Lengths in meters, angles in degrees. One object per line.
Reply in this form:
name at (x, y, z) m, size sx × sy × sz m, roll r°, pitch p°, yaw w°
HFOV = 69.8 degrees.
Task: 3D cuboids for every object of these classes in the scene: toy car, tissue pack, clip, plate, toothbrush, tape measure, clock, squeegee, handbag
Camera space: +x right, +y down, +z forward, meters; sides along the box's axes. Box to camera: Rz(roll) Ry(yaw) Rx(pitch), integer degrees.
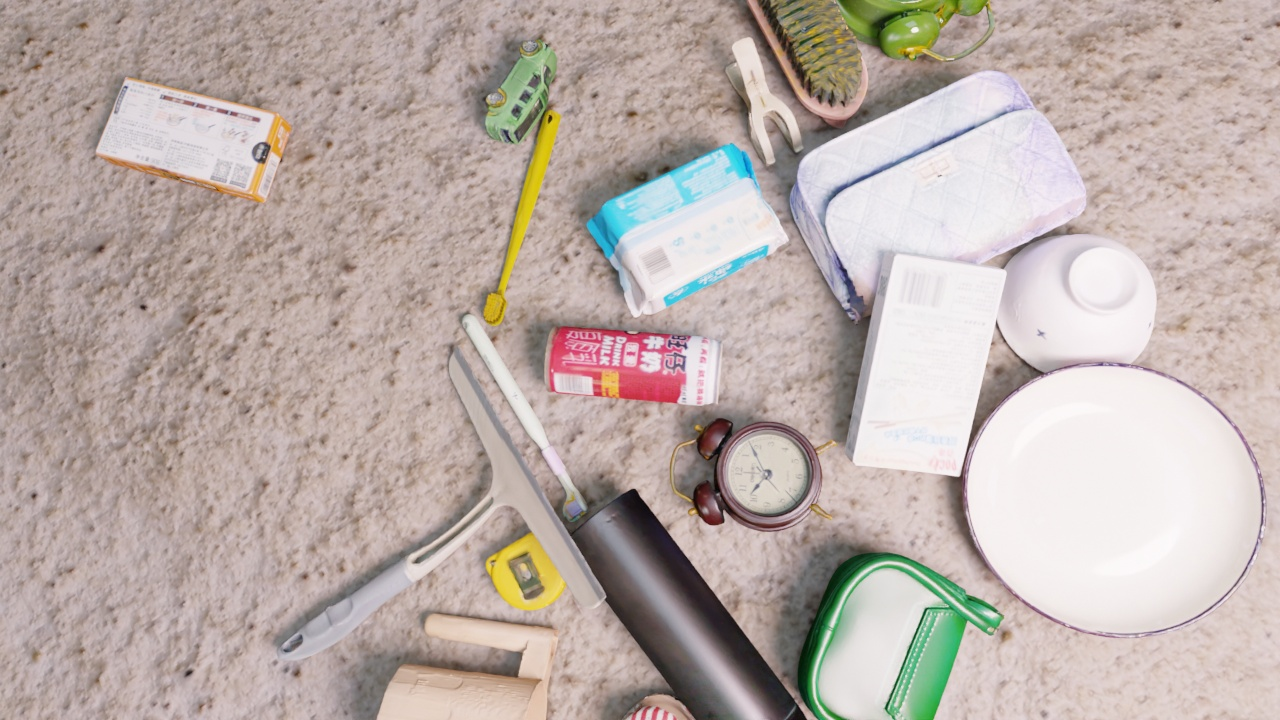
toy car at (-0.097, -0.223, 0.768) m, size 0.036 × 0.043 × 0.091 m, roll 26°, pitch 84°, yaw 12°
tissue pack at (0.038, -0.102, 0.721) m, size 0.140 × 0.063 × 0.090 m, roll -26°, pitch 80°, yaw 1°
clip at (0.099, -0.209, 0.747) m, size 0.034 × 0.060 × 0.097 m, roll -23°, pitch 89°, yaw 0°
plate at (0.332, 0.098, 0.658) m, size 0.193 × 0.039 × 0.192 m, roll -3°, pitch 80°, yaw 16°
toothbrush at (-0.098, -0.120, 0.761) m, size 0.016 × 0.016 × 0.190 m, roll 14°, pitch 81°, yaw 7°
tape measure at (-0.084, 0.161, 0.699) m, size 0.060 × 0.029 × 0.057 m, roll -30°, pitch 79°, yaw -1°
clock at (0.083, 0.085, 0.685) m, size 0.122 × 0.055 × 0.082 m, roll 4°, pitch 80°, yaw 8°
squeegee at (-0.174, 0.155, 0.704) m, size 0.246 × 0.039 × 0.246 m, roll -39°, pitch 60°, yaw 4°
clock at (0.220, -0.310, 0.749) m, size 0.116 × 0.056 × 0.161 m, roll -38°, pitch 79°, yaw -2°
handbag at (0.179, 0.206, 0.647) m, size 0.120 × 0.068 × 0.131 m, roll 21°, pitch 82°, yaw 8°
handbag at (0.220, -0.128, 0.704) m, size 0.194 × 0.075 × 0.134 m, roll -26°, pitch 80°, yaw 1°
toothbrush at (-0.094, 0.042, 0.729) m, size 0.020 × 0.029 × 0.189 m, roll -19°, pitch 72°, yaw -42°

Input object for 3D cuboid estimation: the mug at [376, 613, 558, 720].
mug at (-0.123, 0.248, 0.667) m, size 0.103 × 0.084 × 0.124 m, roll 6°, pitch 55°, yaw 8°

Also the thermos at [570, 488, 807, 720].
thermos at (0.046, 0.203, 0.649) m, size 0.068 × 0.090 × 0.242 m, roll -35°, pitch 77°, yaw -20°

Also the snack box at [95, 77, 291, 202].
snack box at (-0.388, -0.192, 0.796) m, size 0.154 × 0.026 × 0.075 m, roll 15°, pitch 81°, yaw 8°

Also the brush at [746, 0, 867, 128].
brush at (0.136, -0.259, 0.739) m, size 0.063 × 0.073 × 0.145 m, roll -25°, pitch 82°, yaw 0°

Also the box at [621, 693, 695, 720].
box at (0.041, 0.313, 0.635) m, size 0.075 × 0.077 × 0.163 m, roll -40°, pitch 81°, yaw 2°

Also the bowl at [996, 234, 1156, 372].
bowl at (0.333, -0.050, 0.681) m, size 0.118 × 0.065 × 0.118 m, roll -1°, pitch 75°, yaw 5°

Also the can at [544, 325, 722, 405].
can at (-0.004, 0.004, 0.709) m, size 0.133 × 0.053 × 0.053 m, roll 5°, pitch 79°, yaw 6°

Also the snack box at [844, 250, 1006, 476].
snack box at (0.206, 0.003, 0.669) m, size 0.084 × 0.027 × 0.157 m, roll 7°, pitch 102°, yaw -6°
